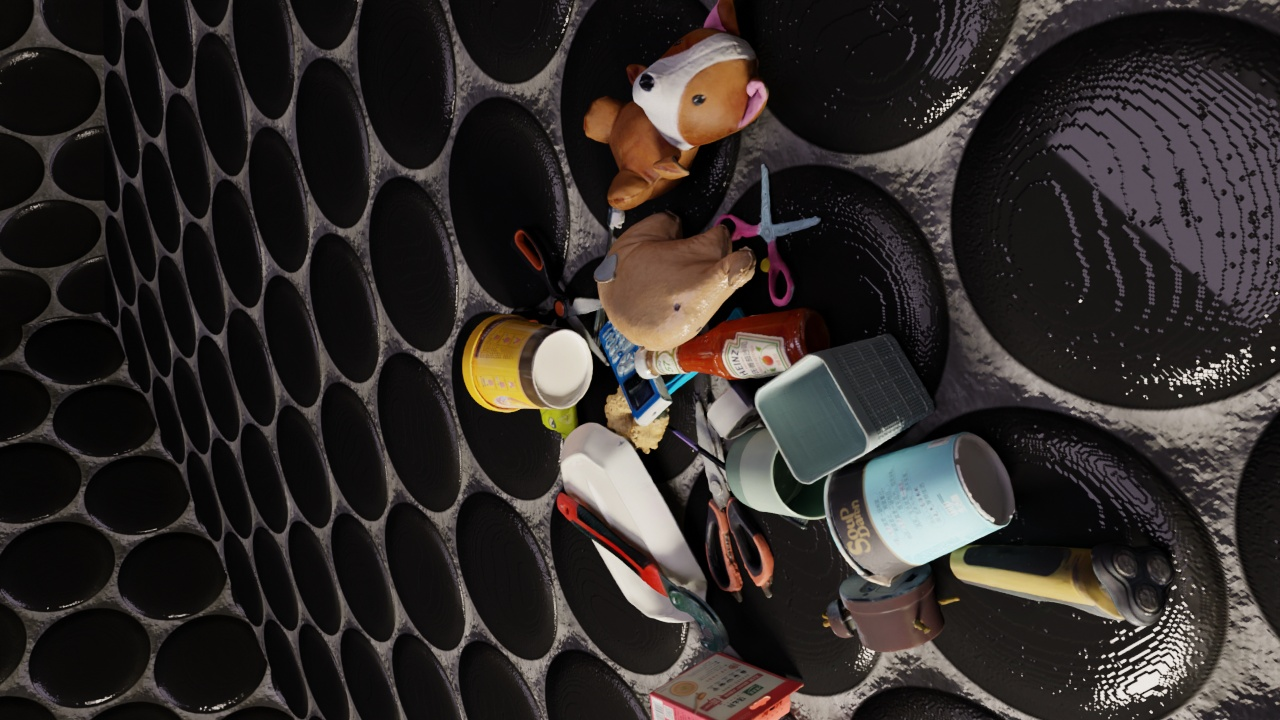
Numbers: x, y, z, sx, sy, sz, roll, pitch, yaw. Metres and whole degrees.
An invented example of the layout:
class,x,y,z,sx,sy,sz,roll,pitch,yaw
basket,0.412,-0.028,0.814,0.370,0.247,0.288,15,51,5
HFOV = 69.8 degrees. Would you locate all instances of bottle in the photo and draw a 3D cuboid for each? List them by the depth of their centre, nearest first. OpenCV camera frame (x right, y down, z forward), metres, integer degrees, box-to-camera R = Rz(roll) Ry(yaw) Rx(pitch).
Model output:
class,x,y,z,sx,sy,sz,roll,pitch,yaw
bottle,0.080,-0.009,0.884,0.207,0.059,0.060,-8,97,40

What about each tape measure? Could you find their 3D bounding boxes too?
class,x,y,z,sx,sy,sz,roll,pitch,yaw
tape measure,0.099,0.048,0.900,0.033,0.065,0.066,52,136,21

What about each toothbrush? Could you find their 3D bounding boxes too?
class,x,y,z,sx,sy,sz,roll,pitch,yaw
toothbrush,0.098,0.116,0.951,0.189,0.014,0.017,35,109,28
toothbrush,-0.039,-0.091,1.051,0.018,0.015,0.181,28,123,30

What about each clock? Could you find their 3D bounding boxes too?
class,x,y,z,sx,sy,sz,roll,pitch,yaw
clock,0.214,0.217,0.817,0.122,0.081,0.055,-16,97,48

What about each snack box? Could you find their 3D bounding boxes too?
class,x,y,z,sx,sy,sz,roll,pitch,yaw
snack box,0.094,0.370,0.983,0.127,0.113,0.044,4,104,49

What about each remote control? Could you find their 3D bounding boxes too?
class,x,y,z,sx,sy,sz,roll,pitch,yaw
remote control,-0.006,0.006,0.992,0.049,0.024,0.124,-46,54,35

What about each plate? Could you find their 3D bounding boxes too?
class,x,y,z,sx,sy,sz,roll,pitch,yaw
plate,-0.018,0.200,1.081,0.162,0.034,0.265,-29,90,54

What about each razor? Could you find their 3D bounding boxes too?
class,x,y,z,sx,sy,sz,roll,pitch,yaw
razor,0.315,0.162,0.705,0.067,0.062,0.168,49,152,-21

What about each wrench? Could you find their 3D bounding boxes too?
class,x,y,z,sx,sy,sz,roll,pitch,yaw
wrench,-0.004,0.232,1.042,0.273,0.016,0.056,35,137,31

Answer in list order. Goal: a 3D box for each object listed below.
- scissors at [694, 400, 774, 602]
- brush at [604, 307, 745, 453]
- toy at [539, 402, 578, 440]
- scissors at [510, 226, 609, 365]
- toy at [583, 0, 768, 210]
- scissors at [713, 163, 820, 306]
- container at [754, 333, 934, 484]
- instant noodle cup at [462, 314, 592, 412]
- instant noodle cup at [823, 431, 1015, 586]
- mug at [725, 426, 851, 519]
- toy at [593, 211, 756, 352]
class,x,y,z,sx,sy,sz,roll,pitch,yaw
scissors,0.097,0.152,0.981,0.199,0.015,0.205,43,132,33
brush,0.039,0.022,0.989,0.255,0.045,0.083,-45,66,43
toy,-0.100,0.046,1.158,0.100,0.031,0.096,-48,63,42
scissors,-0.104,-0.069,1.122,0.228,0.021,0.221,-44,67,51
toy,0.031,-0.235,0.847,0.200,0.130,0.140,-29,74,40
scissors,0.116,-0.117,0.864,0.135,0.017,0.133,3,101,49
container,0.175,0.036,0.774,0.090,0.111,0.090,-41,72,48
instant noodle cup,-0.128,0.006,1.077,0.115,0.118,0.118,4,106,44
instant noodle cup,0.232,0.116,0.750,0.121,0.111,0.111,-32,78,41
mug,0.145,0.108,0.856,0.082,0.111,0.106,-65,16,-13
toy,0.036,-0.071,0.879,0.226,0.082,0.143,27,94,57
